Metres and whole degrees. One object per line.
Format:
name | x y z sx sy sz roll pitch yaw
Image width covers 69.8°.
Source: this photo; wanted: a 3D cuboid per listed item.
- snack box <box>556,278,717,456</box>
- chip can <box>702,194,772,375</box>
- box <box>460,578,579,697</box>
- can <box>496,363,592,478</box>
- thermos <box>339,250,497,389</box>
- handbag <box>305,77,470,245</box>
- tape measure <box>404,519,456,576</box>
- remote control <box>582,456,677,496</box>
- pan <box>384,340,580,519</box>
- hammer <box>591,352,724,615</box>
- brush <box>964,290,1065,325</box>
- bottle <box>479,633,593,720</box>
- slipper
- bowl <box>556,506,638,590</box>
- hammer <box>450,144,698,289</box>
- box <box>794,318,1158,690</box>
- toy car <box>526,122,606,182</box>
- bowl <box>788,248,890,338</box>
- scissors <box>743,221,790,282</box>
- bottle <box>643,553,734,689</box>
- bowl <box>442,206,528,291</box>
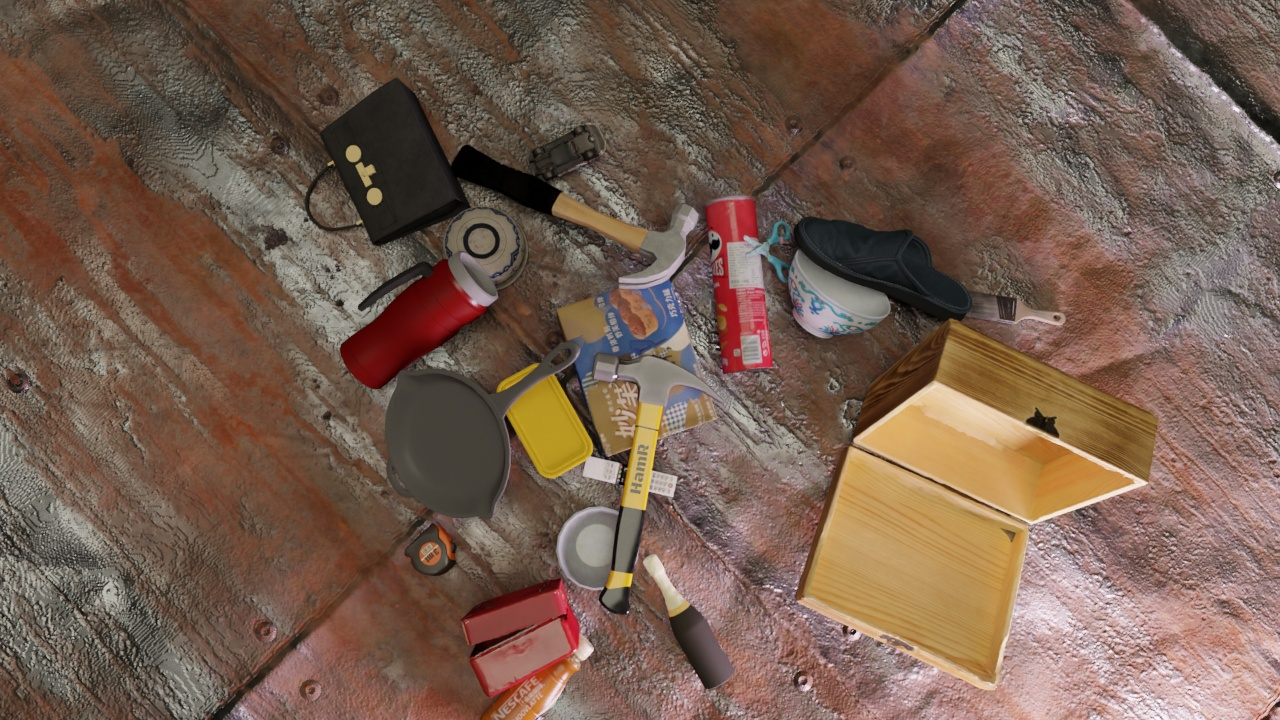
snack box | -0.007 0.007 1.207 0.155 0.069 0.202 -18 86 -5
chip can | 0.132 -0.098 1.226 0.073 0.073 0.233 -5 86 -5
box | -0.143 0.332 1.126 0.129 0.158 0.097 -22 83 -5
can | -0.121 0.078 1.175 0.075 0.104 0.135 -29 87 -6
thermos | -0.287 -0.058 1.155 0.199 0.084 0.108 -36 123 11
handbag | -0.358 -0.241 1.219 0.196 0.072 0.175 -27 87 5
tape measure | -0.266 0.248 1.185 0.058 0.038 0.059 -44 75 -7
remote control | -0.014 0.154 1.222 0.124 0.012 0.028 13 84 -3
pan | -0.195 0.071 1.125 0.356 0.024 0.216 -35 85 29
hammer | 0.000 0.155 1.148 0.170 0.034 0.324 11 87 -5
brush | 0.519 -0.070 1.279 0.151 0.012 0.039 8 84 -4
bottle | -0.128 0.417 1.166 0.059 0.059 0.167 45 83 1
slipper | 0.335 -0.144 1.216 0.265 0.084 0.108 23 43 -6
bowl | -0.056 0.243 1.197 0.106 0.039 0.106 0 85 -4
hammer | -0.095 -0.198 1.195 0.328 0.039 0.131 25 74 8
box | 0.393 0.191 1.126 0.279 0.287 0.335 24 67 -2
toy car | -0.099 -0.279 1.237 0.113 0.040 0.048 -22 93 15
bowl | 0.249 -0.078 1.219 0.144 0.143 0.074 31 123 -1
scissors | 0.171 -0.135 1.221 0.142 0.015 0.095 -25 107 -48
bottle | 0.057 0.335 1.194 0.045 0.045 0.184 -30 88 -6
bowl | -0.207 -0.151 1.212 0.115 0.059 0.115 0 85 -4
